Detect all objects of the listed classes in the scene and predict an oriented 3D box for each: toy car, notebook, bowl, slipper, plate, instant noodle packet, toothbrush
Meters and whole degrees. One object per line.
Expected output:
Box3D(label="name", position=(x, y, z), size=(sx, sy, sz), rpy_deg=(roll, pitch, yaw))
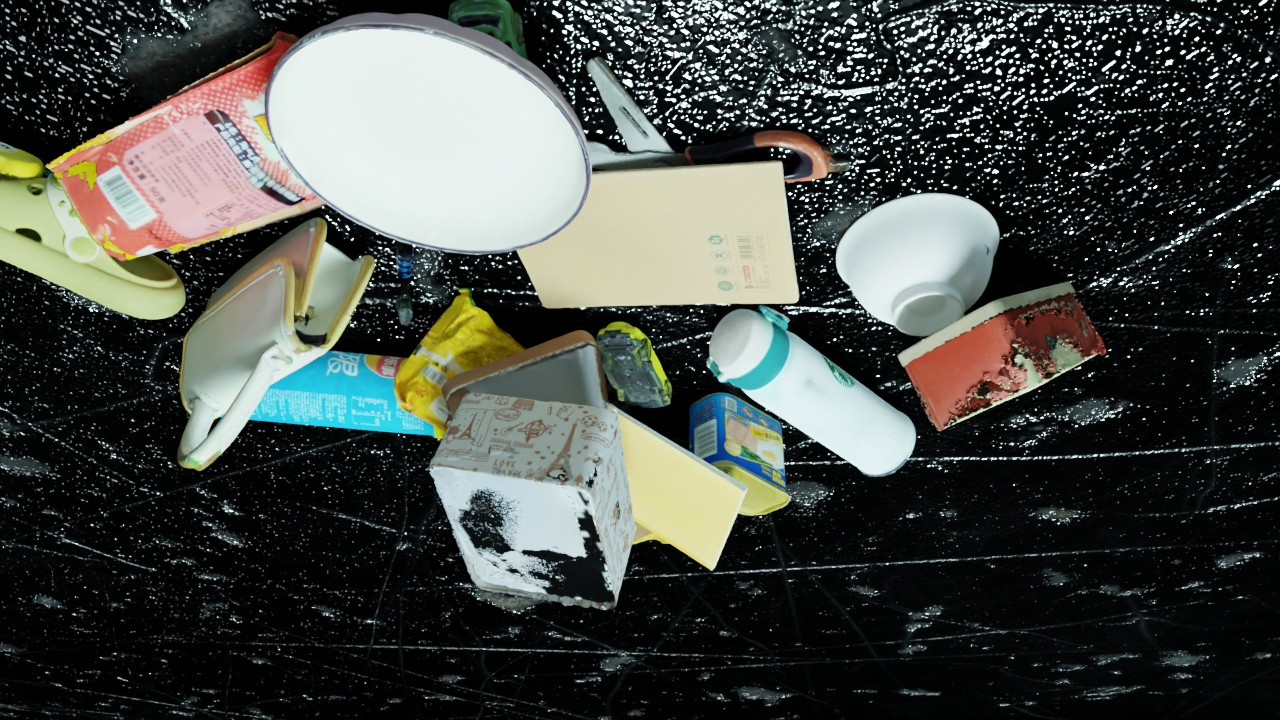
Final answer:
Box3D(label="toy car", position=(-0.089, -0.175, 0.556), size=(0.043, 0.036, 0.091), rpy_deg=(-4, 147, 6))
Box3D(label="notebook", position=(-0.005, 0.105, 0.855), size=(0.206, 0.010, 0.146), rpy_deg=(30, 142, 16))
Box3D(label="bowl", position=(0.207, -0.058, 0.673), size=(0.118, 0.064, 0.118), rpy_deg=(1, 143, 1))
Box3D(label="toy car", position=(-0.005, 0.005, 0.796), size=(0.048, 0.032, 0.105), rpy_deg=(-3, 141, 21))
Box3D(label="slipper", position=(-0.406, -0.102, 0.649), size=(0.190, 0.091, 0.081), rpy_deg=(33, 97, -24))
Box3D(label="notebook", position=(0.006, -0.086, 0.671), size=(0.208, 0.008, 0.148), rpy_deg=(0, 146, 15))
Box3D(label="plate", position=(-0.122, -0.136, 0.552), size=(0.192, 0.039, 0.193), rpy_deg=(5, 151, 3))
Box3D(label="instant noodle packet", position=(-0.140, 0.016, 0.772), size=(0.044, 0.110, 0.128), rpy_deg=(22, 164, 43))
Box3D(label="toothbrush", position=(-0.178, -0.077, 0.695), size=(0.014, 0.016, 0.190), rpy_deg=(1, 152, -14))

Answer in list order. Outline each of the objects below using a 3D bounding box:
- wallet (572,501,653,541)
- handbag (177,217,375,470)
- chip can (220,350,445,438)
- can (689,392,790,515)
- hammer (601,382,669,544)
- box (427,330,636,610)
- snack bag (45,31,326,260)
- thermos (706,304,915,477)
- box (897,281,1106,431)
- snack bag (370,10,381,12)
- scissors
Box3D(label="wallet", position=(-0.018, 0.163, 0.975), size=(0.115, 0.020, 0.101), rpy_deg=(27, 138, -34))
Box3D(label="handbag", position=(-0.287, -0.008, 0.676), size=(0.164, 0.178, 0.063), rpy_deg=(-24, 131, 34))
Box3D(label="chip can", position=(-0.276, 0.024, 0.811), size=(0.210, 0.071, 0.071), rpy_deg=(5, 144, -3))
Box3D(label="can", position=(0.091, 0.088, 0.865), size=(0.102, 0.083, 0.057), rpy_deg=(30, 135, -32))
Box3D(label="hammer", position=(-0.024, 0.120, 0.960), size=(0.129, 0.032, 0.301), rpy_deg=(0, 144, 1))
Box3D(label="box", position=(-0.078, 0.084, 0.759), size=(0.150, 0.165, 0.182), rpy_deg=(8, 137, 14))
Box3D(label="snack bag", position=(-0.269, -0.132, 0.606), size=(0.208, 0.073, 0.128), rpy_deg=(-19, 147, 14))
Box3D(label="thermos", position=(0.151, 0.027, 0.794), size=(0.073, 0.073, 0.224), rpy_deg=(-29, 133, 36))
Box3D(label="box", position=(0.273, 0.000, 0.670), size=(0.168, 0.078, 0.092), rpy_deg=(-13, 163, -47))
Box3D(label="snack bag", position=(-0.153, -0.172, 0.569), size=(0.048, 0.026, 0.104), rpy_deg=(-13, 141, 16))
Box3D(label="scissors", position=(0.030, -0.125, 0.635), size=(0.225, 0.015, 0.189), rpy_deg=(4, 144, -1))
